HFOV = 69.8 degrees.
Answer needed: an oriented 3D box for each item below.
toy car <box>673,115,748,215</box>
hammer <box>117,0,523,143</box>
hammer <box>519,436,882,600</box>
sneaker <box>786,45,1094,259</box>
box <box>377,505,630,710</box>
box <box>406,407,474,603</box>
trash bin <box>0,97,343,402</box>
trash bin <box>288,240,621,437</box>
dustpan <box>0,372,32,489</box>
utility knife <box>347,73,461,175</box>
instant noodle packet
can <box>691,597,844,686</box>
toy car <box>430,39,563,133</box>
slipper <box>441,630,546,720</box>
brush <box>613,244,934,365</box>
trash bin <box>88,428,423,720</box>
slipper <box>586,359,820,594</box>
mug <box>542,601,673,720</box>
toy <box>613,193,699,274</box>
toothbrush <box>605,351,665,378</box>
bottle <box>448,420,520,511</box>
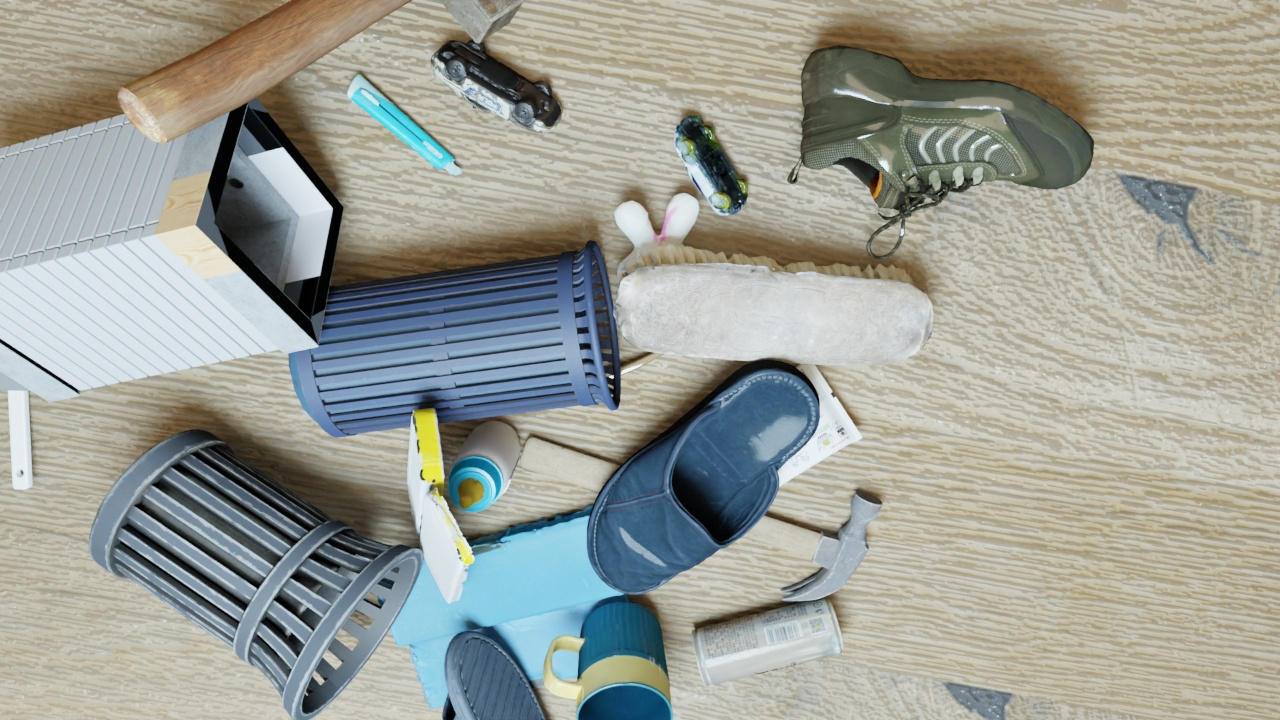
[{"bbox_3d":[0.056,-0.161,0.768,0.027,0.038,0.090,-22,105,49],"label":"toy car"},{"bbox_3d":[-0.238,-0.249,0.659,0.158,0.037,0.299,49,59,-9],"label":"hammer"},{"bbox_3d":[0.049,0.135,0.847,0.331,0.030,0.119,18,104,-4],"label":"hammer"},{"bbox_3d":[0.228,-0.148,0.725,0.238,0.101,0.143,16,94,2],"label":"sneaker"},{"bbox_3d":[-0.124,0.244,0.881,0.232,0.033,0.174,-16,106,6],"label":"box"},{"bbox_3d":[-0.169,0.127,0.756,0.034,0.210,0.129,-15,72,-21],"label":"box"},{"bbox_3d":[-0.383,-0.085,0.699,0.247,0.142,0.142,-11,146,12],"label":"trash bin"},{"bbox_3d":[-0.150,-0.013,0.760,0.249,0.139,0.139,-7,104,5],"label":"trash bin"},{"bbox_3d":[-0.574,-0.008,0.830,0.163,0.033,0.257,1,95,1],"label":"dustpan"},{"bbox_3d":[-0.198,-0.196,0.777,0.116,0.015,0.022,38,72,-9],"label":"utility knife"},{"bbox_3d":[0.118,0.069,0.817,0.134,0.026,0.087,-33,90,0],"label":"instant noodle packet"},{"bbox_3d":[0.120,0.265,0.864,0.136,0.054,0.054,-16,103,5],"label":"can"},{"bbox_3d":[-0.118,-0.221,0.753,0.113,0.048,0.041,30,135,-6],"label":"toy car"},{"bbox_3d":[-0.133,0.374,0.870,0.083,0.101,0.264,-21,113,14],"label":"slipper"},{"bbox_3d":[0.111,-0.044,0.763,0.271,0.056,0.083,3,114,-8],"label":"brush"},{"bbox_3d":[-0.331,0.173,0.787,0.227,0.164,0.164,31,103,8],"label":"trash bin"},{"bbox_3d":[0.044,0.114,0.767,0.109,0.083,0.266,39,113,-10],"label":"slipper"},{"bbox_3d":[-0.030,0.277,0.823,0.113,0.107,0.083,15,116,-10],"label":"mug"},{"bbox_3d":[0.017,-0.079,0.788,0.076,0.037,0.125,-6,110,-1],"label":"toy"},{"bbox_3d":[-0.005,0.005,0.822,0.167,0.016,0.016,-22,102,6],"label":"toothbrush"},{"bbox_3d":[-0.135,0.094,0.780,0.051,0.146,0.051,0,104,1],"label":"bottle"}]
